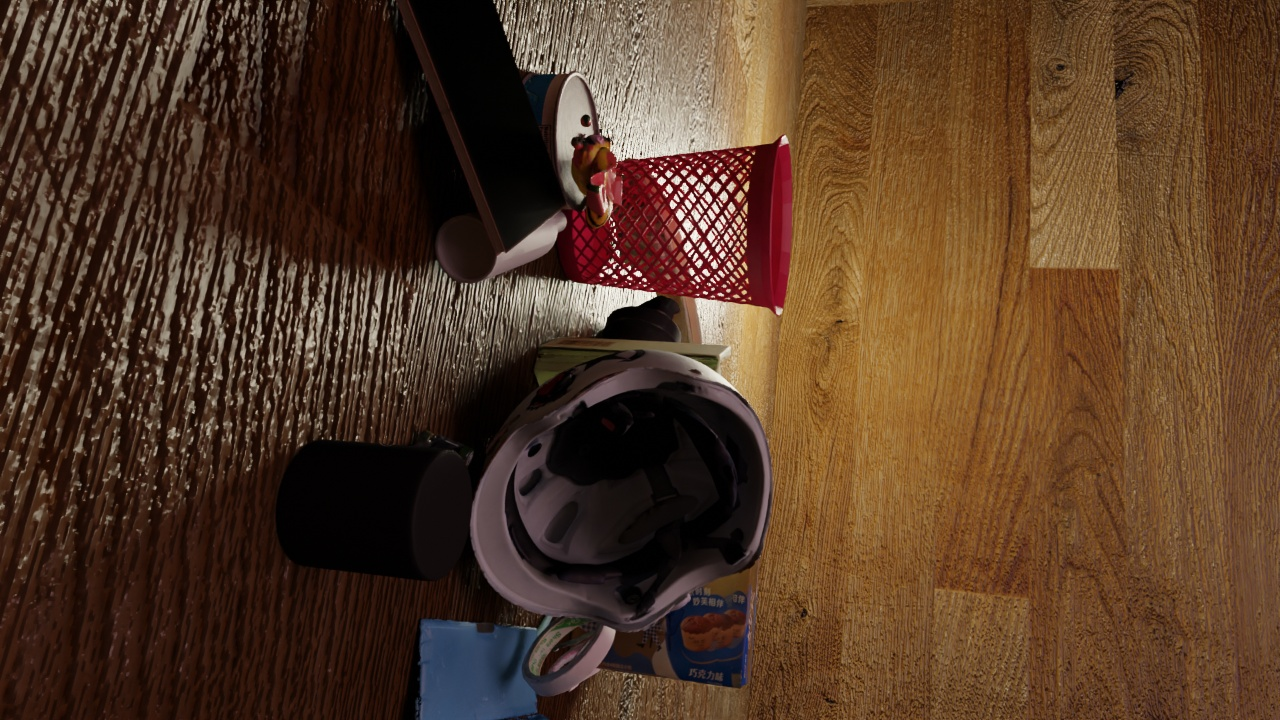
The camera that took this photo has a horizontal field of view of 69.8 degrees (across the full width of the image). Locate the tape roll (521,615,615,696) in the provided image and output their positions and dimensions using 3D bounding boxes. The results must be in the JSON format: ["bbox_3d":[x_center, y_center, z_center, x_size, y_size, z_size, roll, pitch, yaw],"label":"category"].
[{"bbox_3d":[-0.065,0.259,0.826,0.018,0.094,0.093,54,29,-17],"label":"tape roll"}]

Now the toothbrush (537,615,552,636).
[{"bbox_3d":[-0.098,0.276,0.956,0.180,0.016,0.016,-52,145,-62],"label":"toothbrush"}]

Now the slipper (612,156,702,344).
[{"bbox_3d":[0.018,-0.119,1.139,0.054,0.114,0.273,-32,123,-18],"label":"slipper"}]

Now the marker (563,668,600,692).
[{"bbox_3d":[-0.069,0.366,1.068,0.017,0.020,0.133,-64,163,-2],"label":"marker"}]

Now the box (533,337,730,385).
[{"bbox_3d":[-0.009,0.011,0.910,0.077,0.188,0.090,59,38,-65],"label":"box"}]

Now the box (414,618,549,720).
[{"bbox_3d":[-0.130,0.312,0.776,0.231,0.048,0.176,43,50,-66],"label":"box"}]

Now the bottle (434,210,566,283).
[{"bbox_3d":[-0.106,-0.108,0.781,0.194,0.052,0.052,-44,134,-68],"label":"bottle"}]

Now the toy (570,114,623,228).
[{"bbox_3d":[-0.040,-0.172,0.861,0.084,0.046,0.104,-91,177,-46],"label":"toy"}]

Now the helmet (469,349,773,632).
[{"bbox_3d":[-0.026,0.100,0.822,0.163,0.264,0.237,-127,-166,-67],"label":"helmet"}]

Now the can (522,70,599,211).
[{"bbox_3d":[-0.079,-0.209,0.879,0.130,0.044,0.130,3,89,-75],"label":"can"}]

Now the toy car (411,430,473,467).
[{"bbox_3d":[-0.154,0.079,0.659,0.091,0.042,0.036,-44,154,-75],"label":"toy car"}]

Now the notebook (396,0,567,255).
[{"bbox_3d":[-0.117,-0.199,0.702,0.141,0.008,0.209,-58,132,-61],"label":"notebook"}]

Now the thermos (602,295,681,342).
[{"bbox_3d":[-0.017,0.028,1.078,0.098,0.098,0.220,71,30,-54],"label":"thermos"}]

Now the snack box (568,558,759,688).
[{"bbox_3d":[0.029,0.284,1.066,0.069,0.203,0.155,41,53,-70],"label":"snack box"}]

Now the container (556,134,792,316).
[{"bbox_3d":[0.037,-0.143,0.973,0.183,0.226,0.183,4,89,-75],"label":"container"}]

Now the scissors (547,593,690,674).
[{"bbox_3d":[-0.030,0.280,0.949,0.013,0.171,0.172,65,22,-1],"label":"scissors"}]

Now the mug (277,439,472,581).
[{"bbox_3d":[-0.154,0.096,0.571,0.113,0.088,0.078,60,36,-64],"label":"mug"}]
